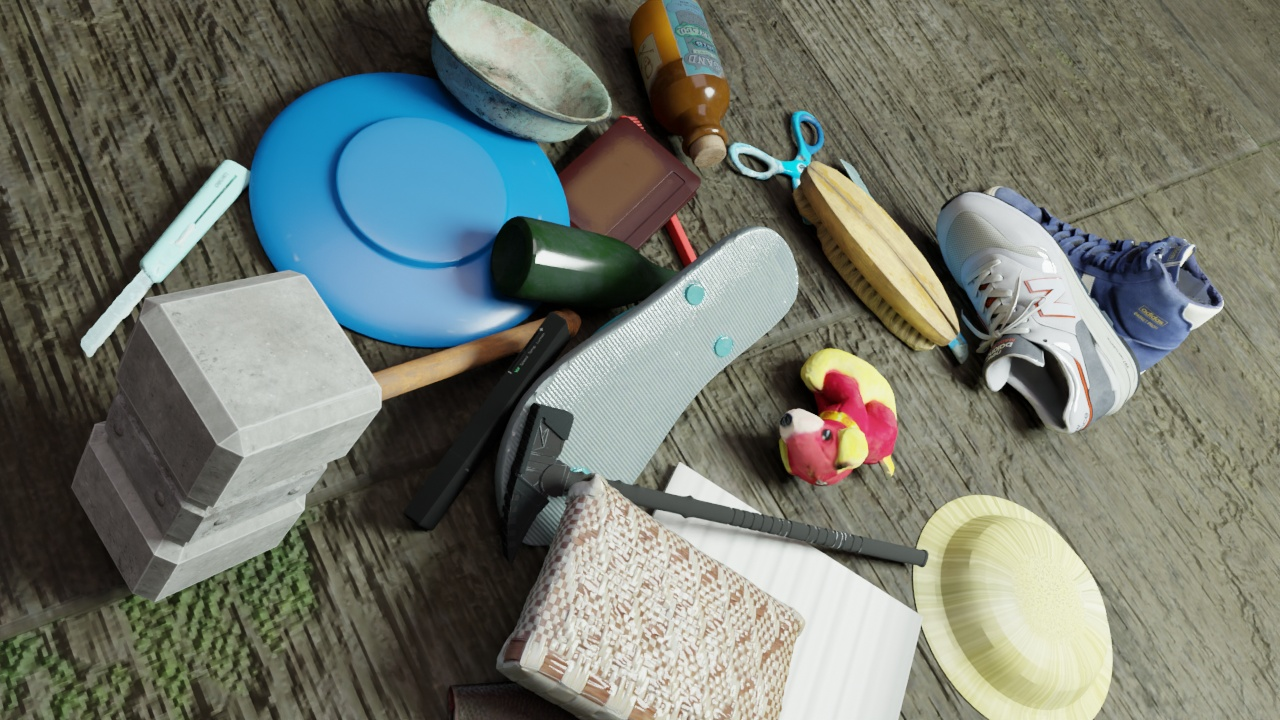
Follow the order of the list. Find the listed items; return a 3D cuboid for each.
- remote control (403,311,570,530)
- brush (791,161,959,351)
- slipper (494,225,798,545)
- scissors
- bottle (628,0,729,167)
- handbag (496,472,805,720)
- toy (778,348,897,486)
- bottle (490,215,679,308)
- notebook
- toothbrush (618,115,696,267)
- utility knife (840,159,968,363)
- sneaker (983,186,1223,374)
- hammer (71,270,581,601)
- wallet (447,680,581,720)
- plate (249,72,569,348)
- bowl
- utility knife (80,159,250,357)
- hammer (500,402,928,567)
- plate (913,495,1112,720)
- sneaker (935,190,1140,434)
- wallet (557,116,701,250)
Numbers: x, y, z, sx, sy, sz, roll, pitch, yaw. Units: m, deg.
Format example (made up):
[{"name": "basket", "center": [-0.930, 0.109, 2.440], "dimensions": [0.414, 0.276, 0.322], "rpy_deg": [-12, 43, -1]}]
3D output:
[{"name": "remote control", "center": [-0.091, 0.036, 0.560], "dimensions": [0.013, 0.034, 0.149], "rpy_deg": [32, 76, 10]}, {"name": "brush", "center": [0.201, -0.090, 0.793], "dimensions": [0.059, 0.043, 0.195], "rpy_deg": [-35, 84, -36]}, {"name": "slipper", "center": [-0.004, 0.004, 0.608], "dimensions": [0.268, 0.055, 0.098], "rpy_deg": [-45, 121, -15]}, {"name": "scissors", "center": [0.142, -0.184, 0.842], "dimensions": [0.134, 0.011, 0.139], "rpy_deg": [19, 57, -14]}, {"name": "bottle", "center": [0.040, -0.236, 0.790], "dimensions": [0.067, 0.068, 0.156], "rpy_deg": [-2, 64, -26]}, {"name": "handbag", "center": [0.013, 0.163, 0.537], "dimensions": [0.186, 0.047, 0.123], "rpy_deg": [37, 52, -20]}, {"name": "toy", "center": [0.153, 0.049, 0.691], "dimensions": [0.105, 0.067, 0.137], "rpy_deg": [46, 42, 2]}, {"name": "bottle", "center": [-0.021, -0.063, 0.665], "dimensions": [0.174, 0.055, 0.055], "rpy_deg": [6, 59, -40]}, {"name": "notebook", "center": [0.086, 0.179, 0.611], "dimensions": [0.210, 0.009, 0.142], "rpy_deg": [33, 53, -5]}, {"name": "toothbrush", "center": [0.029, -0.116, 0.750], "dimensions": [0.017, 0.012, 0.212], "rpy_deg": [-12, 68, -30]}, {"name": "utility knife", "center": [0.239, -0.094, 0.833], "dimensions": [0.031, 0.015, 0.221], "rpy_deg": [-10, 65, -48]}, {"name": "sneaker", "center": [0.432, -0.103, 0.863], "dimensions": [0.091, 0.119, 0.233], "rpy_deg": [-24, 74, -33]}, {"name": "hammer", "center": [-0.139, 0.010, 0.541], "dimensions": [0.083, 0.163, 0.316], "rpy_deg": [54, 38, 10]}, {"name": "wallet", "center": [-0.053, 0.236, 0.503], "dimensions": [0.099, 0.031, 0.119], "rpy_deg": [2, 63, -21]}, {"name": "plate", "center": [-0.154, -0.116, 0.646], "dimensions": [0.224, 0.024, 0.224], "rpy_deg": [9, 64, -20]}, {"name": "bowl", "center": [-0.099, -0.219, 0.711], "dimensions": [0.157, 0.039, 0.157], "rpy_deg": [26, 34, -19]}, {"name": "utility knife", "center": [-0.295, -0.067, 0.572], "dimensions": [0.022, 0.015, 0.165], "rpy_deg": [50, 48, -34]}, {"name": "hammer", "center": [0.065, 0.111, 0.609], "dimensions": [0.324, 0.015, 0.095], "rpy_deg": [16, 92, -24]}, {"name": "plate", "center": [0.293, 0.183, 0.688], "dimensions": [0.184, 0.036, 0.184], "rpy_deg": [11, 58, -19]}, {"name": "sneaker", "center": [0.330, -0.033, 0.796], "dimensions": [0.240, 0.089, 0.124], "rpy_deg": [49, 51, 3]}, {"name": "wallet", "center": [-0.019, -0.134, 0.726], "dimensions": [0.091, 0.018, 0.115], "rpy_deg": [41, 63, 5]}]
